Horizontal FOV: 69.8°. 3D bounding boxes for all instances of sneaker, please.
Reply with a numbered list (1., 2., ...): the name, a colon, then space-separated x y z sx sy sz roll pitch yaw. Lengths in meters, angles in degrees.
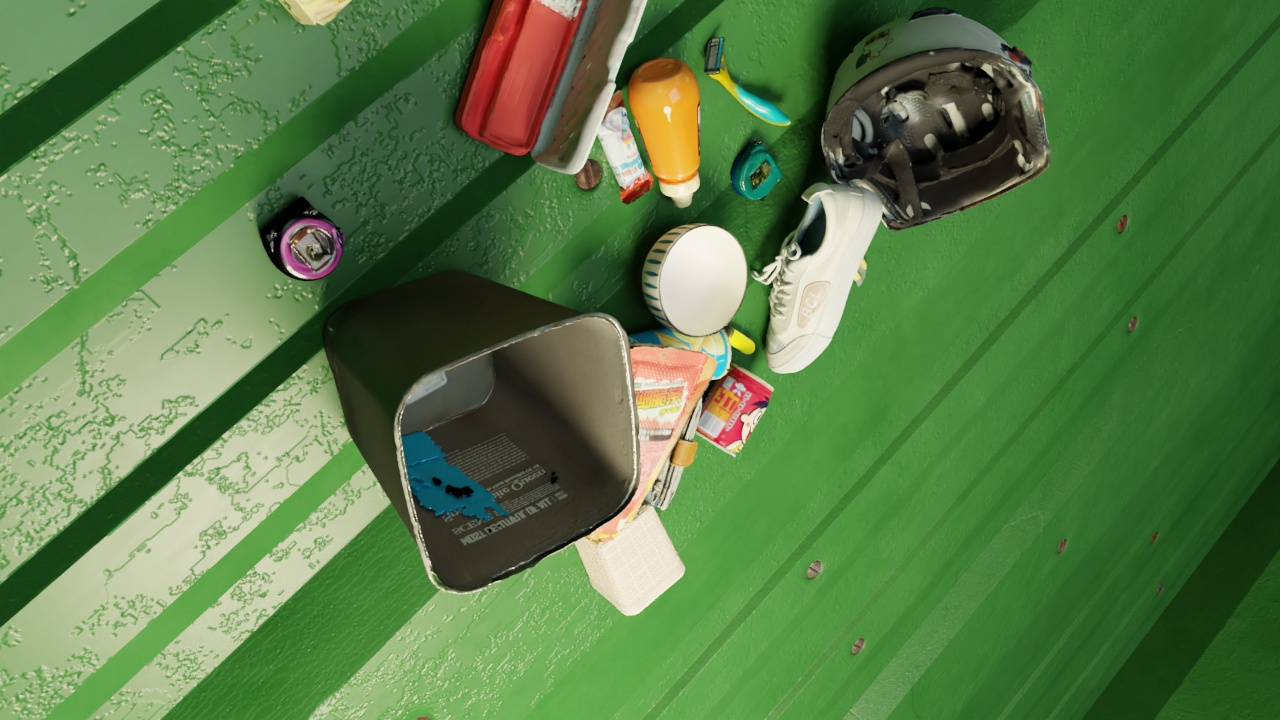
1. sneaker: 0.180 -0.089 1.037 0.090 0.089 0.243 7 122 -21

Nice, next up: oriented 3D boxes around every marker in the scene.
1. marker: 0.090 -0.037 1.054 0.124 0.015 0.018 30 90 -40

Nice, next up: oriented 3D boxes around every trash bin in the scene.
1. trash bin: -0.143 0.038 0.763 0.198 0.220 0.199 -23 122 -30

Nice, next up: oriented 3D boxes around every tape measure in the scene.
1. tape measure: 0.126 -0.202 0.996 0.054 0.025 0.058 -53 132 -7
2. tape measure: -0.265 -0.092 0.725 0.057 0.039 0.058 -44 131 -14

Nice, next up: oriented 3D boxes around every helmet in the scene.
1. helmet: 0.314 -0.281 1.006 0.274 0.231 0.156 32 46 -39

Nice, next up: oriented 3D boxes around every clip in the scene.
1. clip: 0.005 0.153 1.072 0.026 0.037 0.058 -31 126 -21

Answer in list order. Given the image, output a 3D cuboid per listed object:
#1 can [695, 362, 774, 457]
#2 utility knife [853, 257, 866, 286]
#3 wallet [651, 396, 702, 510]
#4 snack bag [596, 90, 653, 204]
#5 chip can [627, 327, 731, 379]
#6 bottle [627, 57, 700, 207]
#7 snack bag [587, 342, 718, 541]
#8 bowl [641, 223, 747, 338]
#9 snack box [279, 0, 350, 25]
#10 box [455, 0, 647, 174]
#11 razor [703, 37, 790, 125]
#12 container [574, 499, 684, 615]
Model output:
1. can: 0.107 0.057 1.075 0.066 0.066 0.094 33 88 -43
2. utility knife: 0.241 -0.154 1.122 0.182 0.019 0.031 45 74 -37
3. wallet: 0.044 0.095 1.016 0.037 0.106 0.130 16 93 0
4. snack bag: -0.018 -0.202 0.881 0.045 0.026 0.105 -37 127 -16
5. chip can: -0.006 0.006 0.958 0.209 0.071 0.071 -13 118 -34
6. bottle: 0.030 -0.214 0.893 0.066 0.067 0.150 -35 136 -21
7. snack bag: -0.015 0.077 0.909 0.128 0.073 0.208 9 114 -32
8. bowl: 0.047 -0.086 0.955 0.116 0.066 0.116 -10 108 -34
9. snack box: -0.189 -0.360 0.644 0.240 0.063 0.114 -49 132 -9
10. box: -0.069 -0.266 0.761 0.094 0.100 0.201 14 100 -42
11. razor: 0.111 -0.277 0.946 0.132 0.028 0.043 26 62 -40
12. container: -0.020 0.206 1.032 0.090 0.090 0.111 -36 126 -21
